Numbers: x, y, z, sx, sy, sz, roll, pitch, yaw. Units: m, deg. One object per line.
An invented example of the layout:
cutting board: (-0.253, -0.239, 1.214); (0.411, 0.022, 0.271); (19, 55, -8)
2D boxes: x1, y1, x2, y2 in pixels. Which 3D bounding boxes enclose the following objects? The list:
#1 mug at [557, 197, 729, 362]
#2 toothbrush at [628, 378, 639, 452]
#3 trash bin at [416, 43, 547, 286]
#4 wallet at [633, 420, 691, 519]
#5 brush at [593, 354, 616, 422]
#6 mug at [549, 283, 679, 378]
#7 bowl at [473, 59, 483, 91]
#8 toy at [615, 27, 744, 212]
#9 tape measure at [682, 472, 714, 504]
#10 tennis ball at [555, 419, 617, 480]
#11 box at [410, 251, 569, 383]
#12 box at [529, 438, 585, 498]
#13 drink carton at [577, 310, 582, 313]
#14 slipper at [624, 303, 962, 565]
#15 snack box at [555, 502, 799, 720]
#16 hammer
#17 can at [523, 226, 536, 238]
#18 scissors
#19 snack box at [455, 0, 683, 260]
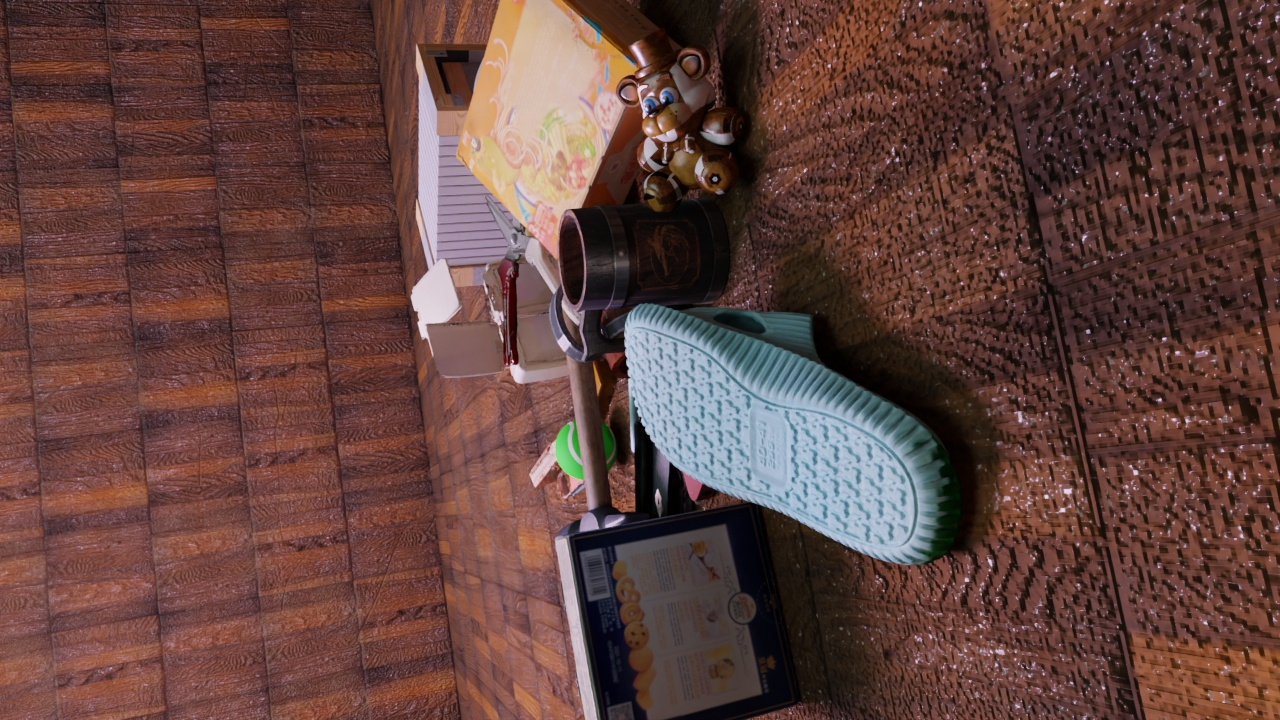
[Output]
mug: (0.000, -0.060, 0.684); (0.080, 0.107, 0.116); (-150, 56, -67)
toothbrush: (-0.005, 0.005, 0.859); (0.016, 0.016, 0.181); (-68, -21, -68)
trash bin: (-0.187, -0.231, 1.103); (0.248, 0.142, 0.142); (104, 152, -44)
wallet: (0.019, 0.118, 0.809); (0.089, 0.026, 0.115); (-141, 47, -64)
brush: (-0.052, 0.045, 0.998); (0.127, 0.017, 0.048); (109, 149, -50)
mug: (-0.024, -0.048, 0.750); (0.082, 0.117, 0.111); (-47, 55, 48)
bowl: (-0.087, -0.266, 0.881); (0.043, 0.150, 0.149); (31, -141, -58)
toy: (0.025, -0.167, 0.630); (0.087, 0.067, 0.112); (-12, 113, 40)
tape measure: (0.045, 0.079, 0.734); (0.059, 0.019, 0.051); (104, 152, -44)
tennis ball: (-0.056, 0.092, 0.955); (0.065, 0.065, 0.065); (173, 90, -71)
box: (-0.143, -0.049, 0.977); (0.081, 0.180, 0.143); (117, 136, -59)
box: (-0.089, 0.128, 1.082); (0.067, 0.056, 0.187); (47, 155, 5)
drink carton: (-0.041, -0.104, 0.858); (0.064, 0.040, 0.130); (20, -119, -79)
slipper: (0.084, 0.034, 0.549); (0.276, 0.069, 0.116); (24, 121, 51)
snack box: (0.024, 0.180, 0.636); (0.043, 0.145, 0.144); (142, 120, -66)
hammer: (-0.054, 0.027, 0.889); (0.130, 0.040, 0.321); (-36, 58, 52)
can: (-0.099, -0.206, 0.971); (0.135, 0.075, 0.104); (102, 151, -42)
scissors: (-0.112, -0.085, 0.916); (0.179, 0.015, 0.199); (22, 104, 40)
snack box: (-0.057, -0.206, 0.753); (0.145, 0.080, 0.196); (46, 135, 16)
